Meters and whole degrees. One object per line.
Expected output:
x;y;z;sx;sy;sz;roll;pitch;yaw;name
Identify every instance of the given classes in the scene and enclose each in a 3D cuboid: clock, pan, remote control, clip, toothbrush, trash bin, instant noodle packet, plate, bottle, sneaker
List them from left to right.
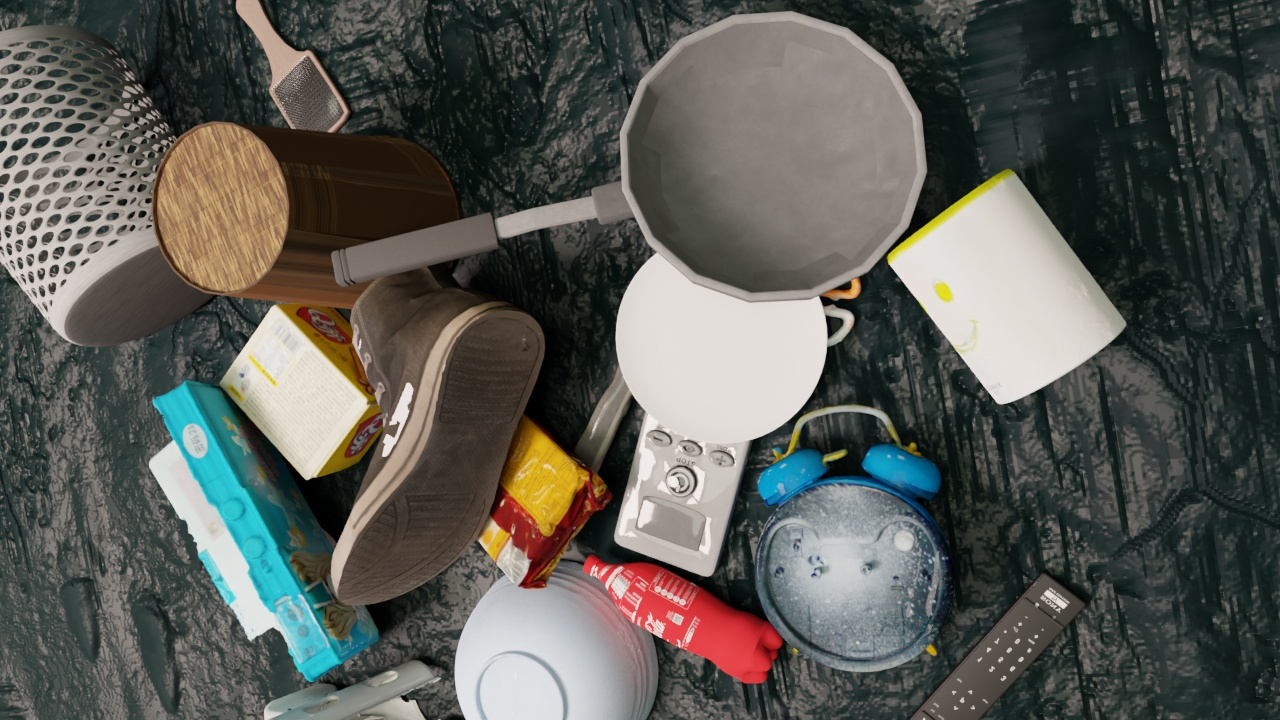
-0.409;-0.122;0.682;0.157;0.156;0.183;-39;85;18;trash bin
-0.219;0.260;0.674;0.152;0.126;0.105;20;109;40;clip
-0.156;0.047;0.611;0.120;0.095;0.235;39;115;42;sneaker
-0.089;0.086;0.637;0.135;0.039;0.099;38;109;31;instant noodle packet
-0.010;-0.097;0.553;0.357;0.041;0.178;-14;80;1;pan
-0.004;0.004;0.624;0.024;0.022;0.186;22;102;-21;toothbrush
0.025;0.168;0.617;0.141;0.041;0.042;24;102;16;bottle
0.033;0.064;0.616;0.074;0.019;0.151;17;100;17;remote control
0.051;-0.014;0.586;0.135;0.011;0.134;1;96;14;plate
0.132;0.108;0.567;0.117;0.060;0.161;-3;92;20;clock
0.217;0.192;0.570;0.030;0.009;0.140;38;105;12;remote control

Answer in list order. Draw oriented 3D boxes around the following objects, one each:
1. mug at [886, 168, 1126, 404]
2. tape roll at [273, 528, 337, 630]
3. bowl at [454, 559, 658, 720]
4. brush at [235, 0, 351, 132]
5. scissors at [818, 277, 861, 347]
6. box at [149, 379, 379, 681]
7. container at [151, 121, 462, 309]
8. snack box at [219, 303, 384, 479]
0.203;-0.041;0.516;0.083;0.082;0.106;-37;84;18;mug
-0.276;0.173;0.735;0.093;0.013;0.093;2;96;18;tape roll
-0.069;0.221;0.637;0.151;0.074;0.150;1;95;18;bowl
-0.272;-0.226;0.697;0.050;0.015;0.135;-36;83;19;brush
0.075;-0.041;0.591;0.128;0.013;0.065;6;97;11;scissors
-0.286;0.134;0.699;0.227;0.084;0.172;58;145;6;box
-0.218;-0.094;0.610;0.132;0.167;0.132;2;95;19;container
-0.240;0.020;0.684;0.106;0.061;0.084;44;107;10;snack box
